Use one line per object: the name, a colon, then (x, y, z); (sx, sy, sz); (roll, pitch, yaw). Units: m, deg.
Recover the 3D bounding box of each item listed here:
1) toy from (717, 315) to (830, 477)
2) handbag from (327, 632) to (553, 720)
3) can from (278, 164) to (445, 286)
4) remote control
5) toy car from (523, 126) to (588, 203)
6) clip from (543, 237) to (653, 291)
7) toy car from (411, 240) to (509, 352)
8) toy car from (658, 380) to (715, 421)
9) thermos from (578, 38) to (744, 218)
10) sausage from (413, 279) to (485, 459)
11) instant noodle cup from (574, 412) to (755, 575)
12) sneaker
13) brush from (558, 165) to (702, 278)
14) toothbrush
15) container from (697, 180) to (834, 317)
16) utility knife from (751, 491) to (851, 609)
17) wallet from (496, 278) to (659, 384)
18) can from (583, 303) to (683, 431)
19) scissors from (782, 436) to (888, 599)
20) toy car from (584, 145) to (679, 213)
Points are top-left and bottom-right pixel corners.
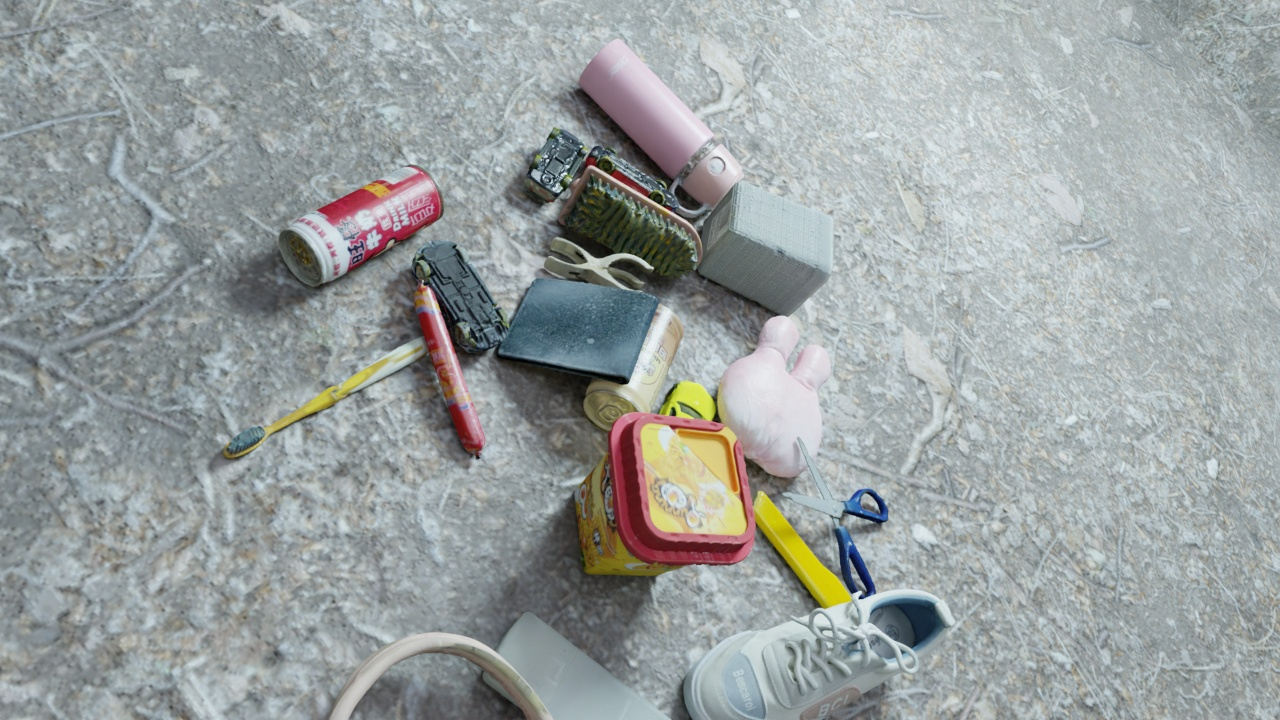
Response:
toy: (0.134, 0.034, 0.884); (0.121, 0.054, 0.159); (41, 54, -14)
handbag: (-0.118, 0.281, 0.560); (0.193, 0.094, 0.233); (4, 58, -30)
can: (-0.224, -0.111, 0.746); (0.053, 0.053, 0.132); (47, 49, 1)
remote control: (-0.043, 0.249, 0.667); (0.150, 0.021, 0.058); (40, 51, -6)
toy car: (-0.083, -0.191, 0.896); (0.042, 0.035, 0.090); (33, 50, -13)
clip: (-0.034, -0.091, 0.871); (0.104, 0.035, 0.083); (35, 53, 0)
toy car: (-0.153, -0.053, 0.771); (0.048, 0.031, 0.105); (-26, 79, -42)
toy car: (0.040, 0.059, 0.827); (0.048, 0.032, 0.105); (33, 49, -11)
thermos: (0.018, -0.241, 0.977); (0.087, 0.067, 0.198); (-44, 92, -10)
sausage: (-0.154, 0.006, 0.733); (0.020, 0.020, 0.155); (-14, 78, -37)
instant noodle cup: (0.010, 0.114, 0.713); (0.116, 0.124, 0.116); (8, 59, -29)
sneaker: (0.153, 0.242, 0.740); (0.241, 0.091, 0.089); (-11, 69, -27)
brush: (-0.003, -0.131, 0.897); (0.145, 0.063, 0.073); (25, 22, -19)
toothbrush: (-0.225, 0.021, 0.689); (0.190, 0.018, 0.016); (-35, 86, -41)
container: (0.127, -0.118, 0.952); (0.114, 0.090, 0.090); (22, 53, -16)
utility knife: (0.149, 0.184, 0.831); (0.033, 0.015, 0.154); (-33, 83, -41)
wallet: (-0.053, -0.028, 0.792); (0.121, 0.019, 0.097); (10, 50, 13)
can: (-0.005, 0.005, 0.812); (0.058, 0.059, 0.116); (34, 50, -11)
scissors: (0.188, 0.147, 0.856); (0.174, 0.012, 0.162); (-2, 77, -48)
toy car: (-0.008, -0.180, 0.934); (0.106, 0.031, 0.049); (30, 26, -11)
